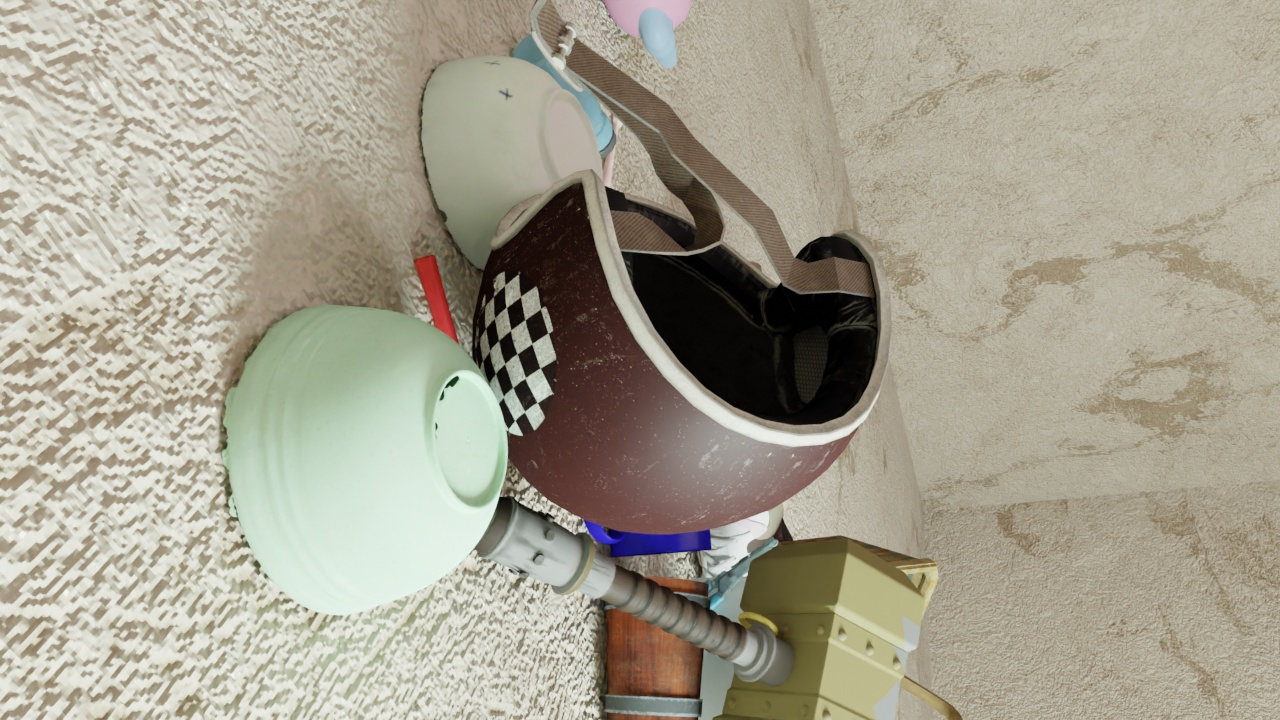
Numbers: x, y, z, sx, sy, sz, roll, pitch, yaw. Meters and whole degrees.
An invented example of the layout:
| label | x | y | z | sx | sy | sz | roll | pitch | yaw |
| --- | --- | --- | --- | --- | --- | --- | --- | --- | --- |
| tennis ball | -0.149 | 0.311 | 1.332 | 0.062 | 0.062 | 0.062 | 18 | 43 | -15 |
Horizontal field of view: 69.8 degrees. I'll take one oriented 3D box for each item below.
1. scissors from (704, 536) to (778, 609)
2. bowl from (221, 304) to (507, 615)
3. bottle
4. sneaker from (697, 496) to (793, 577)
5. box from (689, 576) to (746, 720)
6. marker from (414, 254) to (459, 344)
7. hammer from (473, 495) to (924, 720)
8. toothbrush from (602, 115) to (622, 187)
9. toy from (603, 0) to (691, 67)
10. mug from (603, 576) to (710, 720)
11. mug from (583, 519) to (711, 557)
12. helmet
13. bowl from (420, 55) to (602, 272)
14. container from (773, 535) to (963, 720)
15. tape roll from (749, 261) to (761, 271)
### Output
| label | x | y | z | sx | sy | sz | roll | pitch | yaw |
| --- | --- | --- | --- | --- | --- | --- | --- | --- | --- |
| scissors | 0.065 | 0.194 | 0.782 | 0.055 | 0.136 | 0.015 | 47 | -12 | 26 |
| bowl | -0.113 | 0.042 | 0.438 | 0.150 | 0.077 | 0.151 | -9 | 90 | -70 |
| bottle | -0.056 | -0.206 | 0.741 | 0.130 | 0.040 | 0.040 | 48 | 39 | -56 |
| sneaker | 0.085 | 0.186 | 0.880 | 0.116 | 0.112 | 0.294 | -56 | 141 | -37 |
| box | 0.071 | 0.292 | 0.777 | 0.130 | 0.106 | 0.210 | 53 | 35 | -57 |
| marker | -0.109 | 0.006 | 0.552 | 0.012 | 0.013 | 0.142 | -44 | 123 | -65 |
| hammer | 0.032 | 0.173 | 0.605 | 0.324 | 0.101 | 0.189 | 32 | 60 | -25 |
| toothbrush | -0.026 | -0.177 | 0.841 | 0.016 | 0.018 | 0.180 | 59 | 31 | -44 |
| toy | -0.006 | -0.386 | 0.867 | 0.170 | 0.120 | 0.222 | -71 | 146 | -69 |
| mug | 0.018 | 0.229 | 0.701 | 0.117 | 0.082 | 0.111 | 41 | 47 | -60 |
| mug | 0.001 | 0.111 | 0.723 | 0.111 | 0.079 | 0.083 | 6 | 74 | -39 |
| helmet | 0.015 | -0.024 | 0.518 | 0.233 | 0.254 | 0.233 | 6 | 63 | -32 |
| bowl | -0.075 | -0.134 | 0.617 | 0.153 | 0.073 | 0.153 | -9 | 90 | -68 |
| container | 0.191 | 0.297 | 0.835 | 0.157 | 0.186 | 0.250 | 5 | 108 | -42 |
| tape roll | 0.084 | -0.080 | 0.979 | 0.093 | 0.094 | 0.030 | 14 | 69 | -68 |
